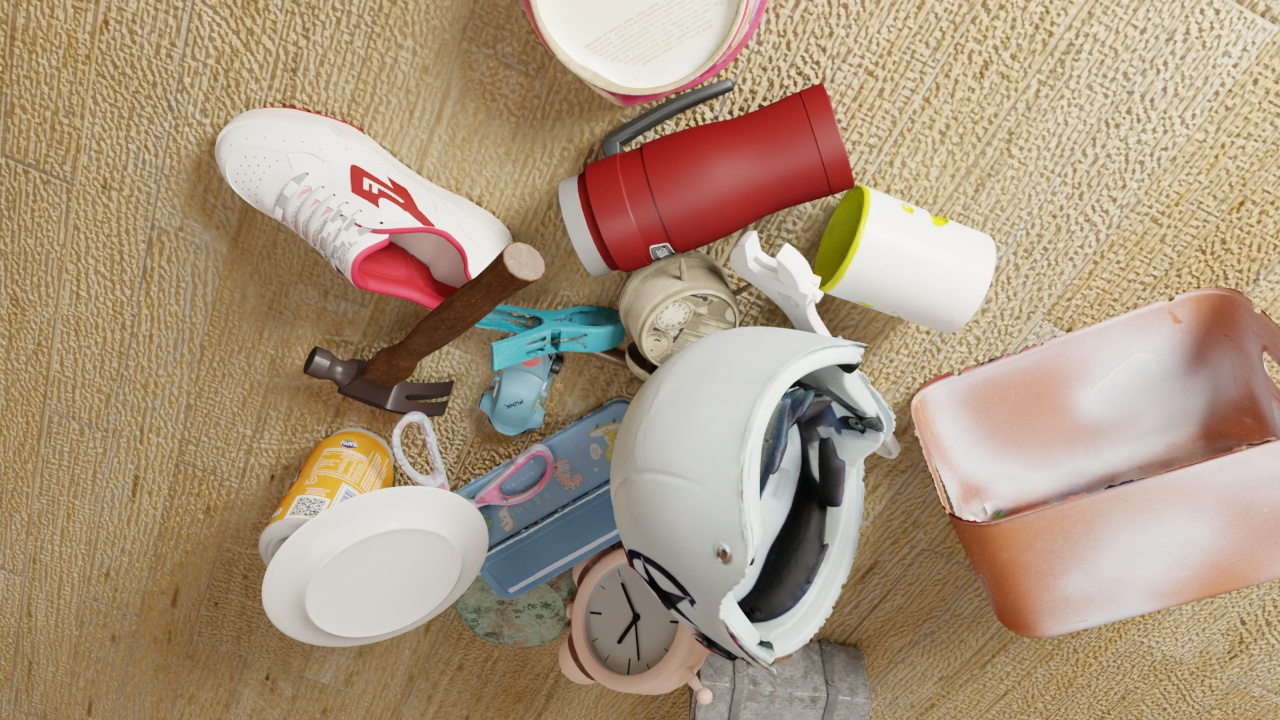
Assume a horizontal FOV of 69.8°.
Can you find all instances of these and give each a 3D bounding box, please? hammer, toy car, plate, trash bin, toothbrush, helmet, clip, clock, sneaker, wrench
[{"bbox_3d":[-0.158,-0.016,0.688,0.115,0.033,0.324,24,152,-26],"label":"hammer"},{"bbox_3d":[-0.105,0.023,0.800,0.060,0.027,0.108,18,121,-6],"label":"toy car"},{"bbox_3d":[-0.215,0.182,0.770,0.188,0.016,0.189,-17,133,-20],"label":"plate"},{"bbox_3d":[0.366,0.085,0.710,0.260,0.181,0.157,-21,119,16],"label":"trash bin"},{"bbox_3d":[-0.005,0.005,0.787,0.167,0.016,0.016,21,121,-8],"label":"toothbrush"},{"bbox_3d":[0.073,0.096,0.693,0.164,0.236,0.264,15,151,33],"label":"helmet"},{"bbox_3d":[0.149,0.234,0.886,0.177,0.079,0.327,6,117,1],"label":"hammer"},{"bbox_3d":[-0.074,-0.029,0.751,0.120,0.103,0.027,-3,125,-17],"label":"clip"},{"bbox_3d":[0.005,0.244,0.862,0.161,0.131,0.086,-1,160,25],"label":"clock"},{"bbox_3d":[-0.214,-0.103,0.687,0.236,0.104,0.090,30,119,-12],"label":"sneaker"},{"bbox_3d":[0.150,-0.002,0.730,0.066,0.018,0.273,17,154,48],"label":"wrench"},{"bbox_3d":[0.025,-0.020,0.730,0.092,0.054,0.141,14,124,-30],"label":"clock"}]

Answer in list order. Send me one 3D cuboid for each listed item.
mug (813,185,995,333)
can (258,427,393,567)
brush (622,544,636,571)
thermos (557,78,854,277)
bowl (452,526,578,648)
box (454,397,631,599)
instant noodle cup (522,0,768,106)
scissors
[{"bbox_3d":[0.194,-0.074,0.682,0.106,0.082,0.083,19,121,-8],"label":"mug"},{"bbox_3d":[-0.272,0.127,0.812,0.079,0.142,0.079,2,122,4],"label":"can"},{"bbox_3d":[0.071,0.163,0.806,0.173,0.082,0.042,12,155,8],"label":"brush"},{"bbox_3d":[0.042,-0.139,0.662,0.199,0.084,0.108,-18,88,13],"label":"thermos"},{"bbox_3d":[-0.126,0.238,0.928,0.157,0.038,0.158,2,122,4],"label":"bowl"},{"bbox_3d":[-0.071,0.130,0.838,0.209,0.021,0.125,-30,116,4],"label":"box"},{"bbox_3d":[0.000,-0.250,0.593,0.179,0.077,0.179,2,121,3],"label":"instant noodle cup"},{"bbox_3d":[-0.164,0.111,0.807,0.171,0.013,0.173,-39,110,11],"label":"scissors"}]
